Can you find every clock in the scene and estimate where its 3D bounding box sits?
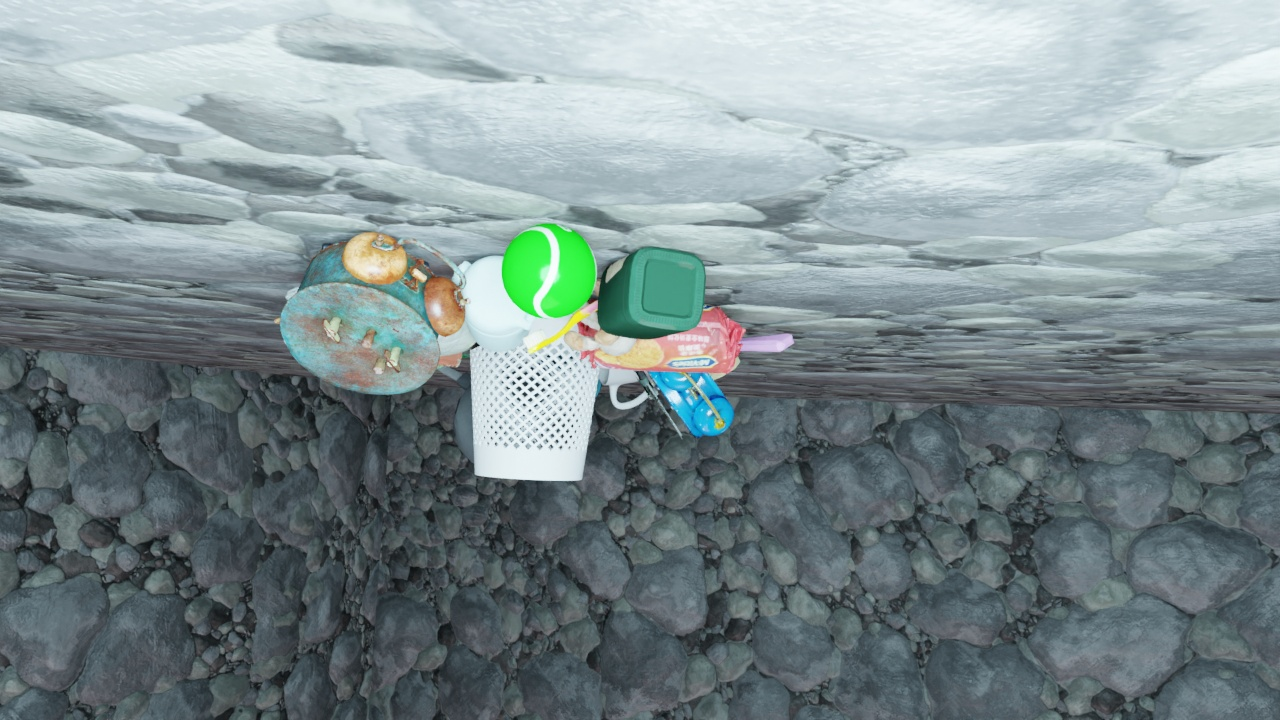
[{"bbox_3d":[-0.202,-0.037,0.710,0.158,0.073,0.121,-32,125,31],"label":"clock"},{"bbox_3d":[0.057,0.034,1.063,0.060,0.117,0.161,-35,-166,0],"label":"clock"}]

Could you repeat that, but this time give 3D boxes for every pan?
[{"bbox_3d":[-0.244,0.032,1.313,0.357,0.178,0.041,28,148,29],"label":"pan"}]

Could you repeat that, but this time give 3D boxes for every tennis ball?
[{"bbox_3d":[-0.062,-0.061,0.628,0.065,0.065,0.065,3,176,0],"label":"tennis ball"}]

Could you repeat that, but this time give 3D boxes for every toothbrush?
[{"bbox_3d":[-0.046,-0.043,0.808,0.135,0.016,0.021,-32,180,-25],"label":"toothbrush"}]

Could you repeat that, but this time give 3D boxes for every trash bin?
[{"bbox_3d":[-0.133,0.045,1.143,0.195,0.199,0.195,3,176,0],"label":"trash bin"}]

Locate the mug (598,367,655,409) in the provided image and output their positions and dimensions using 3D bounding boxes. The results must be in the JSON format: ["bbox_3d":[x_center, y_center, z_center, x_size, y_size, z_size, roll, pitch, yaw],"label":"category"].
[{"bbox_3d":[-0.009,0.013,1.265,0.089,0.107,0.071,-4,-171,-18],"label":"mug"}]

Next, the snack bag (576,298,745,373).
[{"bbox_3d":[0.020,-0.025,0.972,0.176,0.082,0.082,3,176,2],"label":"snack bag"}]

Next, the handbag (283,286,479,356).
[{"bbox_3d":[-0.254,-0.046,0.925,0.139,0.072,0.194,-7,172,15],"label":"handbag"}]

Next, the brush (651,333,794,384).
[{"bbox_3d":[0.100,-0.005,1.155,0.089,0.043,0.229,-29,-162,-39],"label":"brush"}]

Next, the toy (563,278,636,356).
[{"bbox_3d":[-0.017,-0.044,0.888,0.105,0.074,0.085,1,164,-34],"label":"toy"}]

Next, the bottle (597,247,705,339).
[{"bbox_3d":[0.000,-0.050,0.745,0.061,0.061,0.131,7,174,-18],"label":"bottle"}]

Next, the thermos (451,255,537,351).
[{"bbox_3d":[-0.129,-0.048,0.833,0.078,0.065,0.207,32,172,-4],"label":"thermos"}]

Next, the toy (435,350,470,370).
[{"bbox_3d":[-0.308,-0.031,1.180,0.193,0.073,0.130,9,-149,-32],"label":"toy"}]

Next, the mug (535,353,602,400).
[{"bbox_3d":[-0.108,0.016,1.379,0.112,0.084,0.104,28,-169,-14],"label":"mug"}]

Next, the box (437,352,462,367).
[{"bbox_3d":[-0.279,-0.036,1.083,0.048,0.085,0.187,-6,170,26],"label":"box"}]

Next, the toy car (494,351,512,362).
[{"bbox_3d":[-0.220,-0.024,1.298,0.092,0.037,0.040,30,-168,31],"label":"toy car"}]

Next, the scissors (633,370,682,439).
[{"bbox_3d":[-0.007,0.007,1.121,0.015,0.202,0.202,-32,-160,-2],"label":"scissors"}]

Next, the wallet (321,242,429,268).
[{"bbox_3d":[-0.237,-0.048,0.781,0.089,0.026,0.115,9,136,-24],"label":"wallet"}]
